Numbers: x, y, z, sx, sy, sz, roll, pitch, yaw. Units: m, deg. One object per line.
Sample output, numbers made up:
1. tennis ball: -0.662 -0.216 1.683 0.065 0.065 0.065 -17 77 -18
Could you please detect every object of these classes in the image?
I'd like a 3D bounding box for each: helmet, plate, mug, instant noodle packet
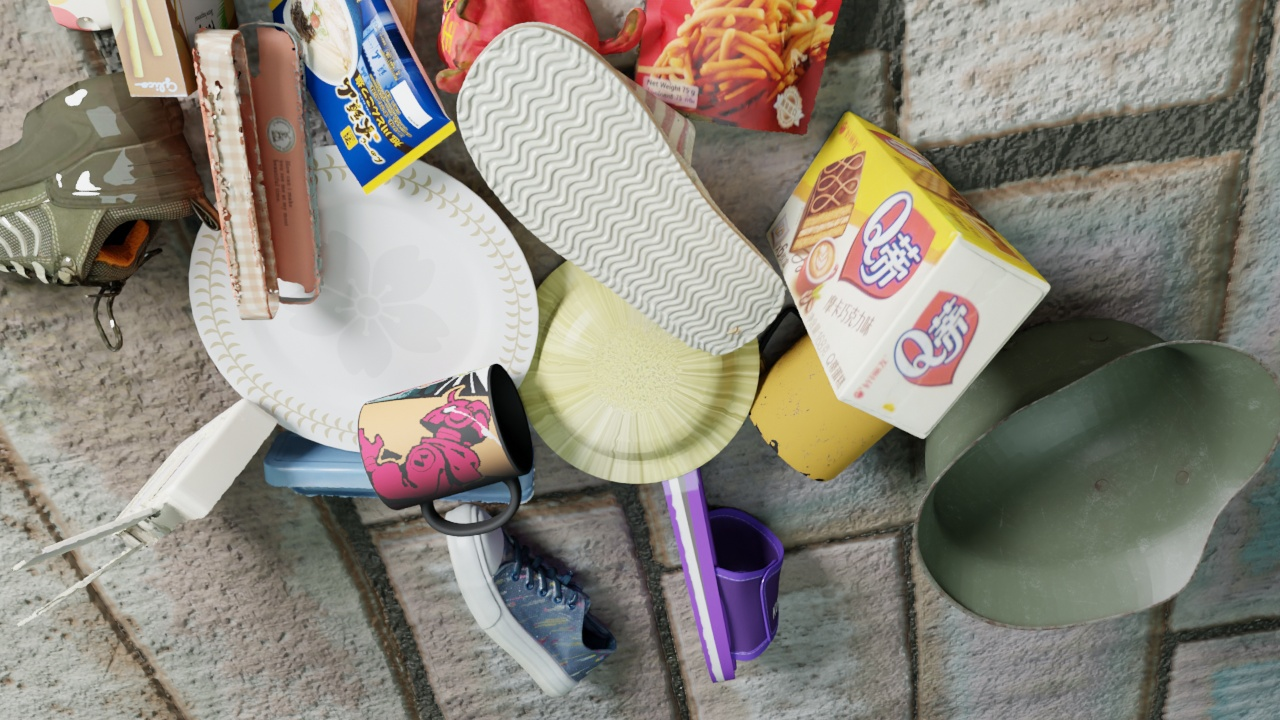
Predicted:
1. helmet: 0.327 0.061 0.700 0.268 0.153 0.227 -33 116 21
2. plate: -0.004 0.004 0.674 0.184 0.036 0.184 0 96 2
3. plate: -0.194 -0.036 0.658 0.242 0.016 0.243 -1 120 -2
4. mug: 0.137 0.021 0.708 0.094 0.100 0.123 -47 72 24
5. mug: -0.131 0.071 0.659 0.098 0.081 0.118 -16 105 6
6. instant noodle packet: -0.172 -0.181 0.561 0.087 0.026 0.134 -24 94 33

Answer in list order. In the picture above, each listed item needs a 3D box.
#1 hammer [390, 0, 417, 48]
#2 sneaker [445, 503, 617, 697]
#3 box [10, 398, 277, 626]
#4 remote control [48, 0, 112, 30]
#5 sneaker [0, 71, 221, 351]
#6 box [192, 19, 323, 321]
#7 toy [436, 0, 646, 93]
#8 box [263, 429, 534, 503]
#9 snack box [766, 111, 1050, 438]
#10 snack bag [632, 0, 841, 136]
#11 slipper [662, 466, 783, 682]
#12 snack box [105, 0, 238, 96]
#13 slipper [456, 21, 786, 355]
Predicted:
1. hammer: -0.180 -0.125 0.635 0.132 0.033 0.331 10 119 -7
2. sneaker: -0.091 0.211 0.811 0.079 0.087 0.235 -24 124 3
3. box: -0.356 0.107 0.659 0.145 0.187 0.058 -27 109 40
4. remote control: -0.350 -0.262 0.550 0.038 0.018 0.126 -3 123 -1
5. sneaker: -0.370 -0.078 0.601 0.238 0.100 0.143 -23 109 16
6. box: -0.235 -0.111 0.572 0.070 0.056 0.187 -16 127 -31
7. toy: -0.063 -0.193 0.562 0.133 0.094 0.088 2 118 -4
8. box: -0.191 0.099 0.744 0.209 0.072 0.086 3 125 -5
9. snack box: 0.151 -0.066 0.571 0.061 0.229 0.110 24 116 -17
10. snack bag: 0.068 -0.253 0.570 0.139 0.066 0.208 10 111 -2
11. slipper: 0.080 0.163 0.782 0.084 0.107 0.267 -12 116 4
12. snack box: -0.271 -0.253 0.511 0.031 0.101 0.186 -1 121 -3
13. slipper: -0.004 -0.104 0.587 0.115 0.052 0.263 -39 121 14
